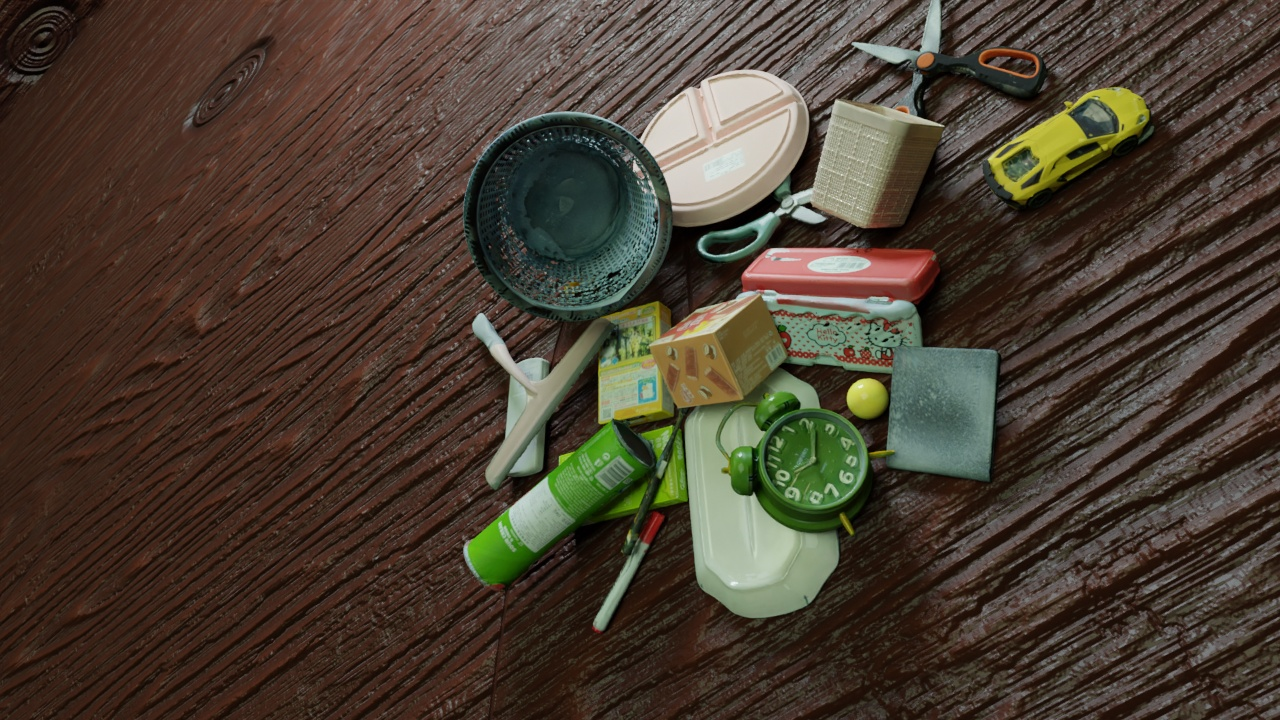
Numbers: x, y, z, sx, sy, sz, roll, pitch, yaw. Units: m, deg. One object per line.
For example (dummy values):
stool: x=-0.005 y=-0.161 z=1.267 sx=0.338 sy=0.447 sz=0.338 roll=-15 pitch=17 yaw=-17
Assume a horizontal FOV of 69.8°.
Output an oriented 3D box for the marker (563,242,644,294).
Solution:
marker: x=-0.046 y=-0.118 z=1.163 sx=0.124 sy=0.018 sz=0.015 roll=-30 pitch=62 yaw=20

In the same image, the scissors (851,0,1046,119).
scissors: x=0.318 y=-0.304 z=0.992 sx=0.234 sy=0.021 sz=0.220 roll=23 pitch=84 yaw=37

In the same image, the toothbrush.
toothbrush: x=0.019 y=0.122 z=0.988 sx=0.012 sy=0.017 sz=0.185 roll=22 pitch=84 yaw=0

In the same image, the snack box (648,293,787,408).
snack box: x=0.081 y=-0.009 z=0.958 sx=0.095 sy=0.077 sz=0.092 roll=-11 pitch=20 yaw=46

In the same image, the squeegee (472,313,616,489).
squeegee: x=-0.172 y=-0.006 z=1.164 sx=0.248 sy=0.040 sz=0.249 roll=-55 pitch=41 yaw=8

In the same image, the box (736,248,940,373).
box: x=0.205 y=-0.054 z=0.957 sx=0.202 sy=0.100 sz=0.102 roll=6 pitch=37 yaw=37

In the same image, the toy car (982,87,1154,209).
toy car: x=0.408 y=-0.207 z=0.881 sx=0.156 sy=0.041 sz=0.071 roll=-31 pitch=57 yaw=19

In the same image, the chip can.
chip can: x=-0.090 y=0.160 z=1.011 sx=0.236 sy=0.072 sz=0.072 roll=-41 pitch=54 yaw=15

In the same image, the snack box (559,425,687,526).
snack box: x=-0.022 y=0.133 z=1.039 sx=0.157 sy=0.026 sz=0.085 roll=-18 pitch=63 yaw=27

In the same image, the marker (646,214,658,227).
marker: x=0.026 y=-0.222 z=1.158 sx=0.018 sy=0.015 sz=0.124 roll=4 pitch=73 yaw=34

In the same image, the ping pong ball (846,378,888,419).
ping pong ball: x=0.224 y=0.038 z=0.904 sx=0.040 sy=0.040 sz=0.040 roll=-13 pitch=64 yaw=29

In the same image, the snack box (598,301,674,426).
snack box: x=-0.006 y=0.006 z=1.078 sx=0.087 sy=0.033 sz=0.140 roll=-15 pitch=65 yaw=29

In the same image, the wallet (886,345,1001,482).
wallet: x=0.282 y=0.047 z=0.857 sx=0.097 sy=0.019 sz=0.121 roll=5 pitch=93 yaw=33

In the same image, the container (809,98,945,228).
container: x=0.238 y=-0.200 z=0.943 sx=0.090 sy=0.090 sz=0.111 roll=34 pitch=120 yaw=38

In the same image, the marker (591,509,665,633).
marker: x=-0.013 y=0.230 z=1.001 sx=0.017 sy=0.017 sz=0.145 roll=27 pitch=87 yaw=38

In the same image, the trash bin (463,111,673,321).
trash bin: x=-0.084 y=-0.178 z=1.080 sx=0.227 sy=0.226 sz=0.195 roll=-46 pitch=14 yaw=10

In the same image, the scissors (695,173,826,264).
scissors: x=0.136 y=-0.186 z=1.055 sx=0.170 sy=0.019 sz=0.180 roll=-23 pitch=49 yaw=20

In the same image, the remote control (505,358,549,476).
remote control: x=-0.142 y=0.071 z=1.147 sx=0.058 sy=0.021 sz=0.149 roll=-15 pitch=63 yaw=37

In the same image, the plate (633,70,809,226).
plate: x=0.089 y=-0.261 z=1.102 sx=0.230 sy=0.028 sz=0.229 roll=-15 pitch=55 yaw=23

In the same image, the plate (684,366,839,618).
plate: x=0.114 y=0.127 z=0.946 sx=0.162 sy=0.034 sz=0.265 roll=-16 pitch=63 yaw=28

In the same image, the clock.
clock: x=0.149 y=0.094 z=0.881 sx=0.161 sy=0.056 sz=0.116 roll=25 pitch=71 yaw=18
